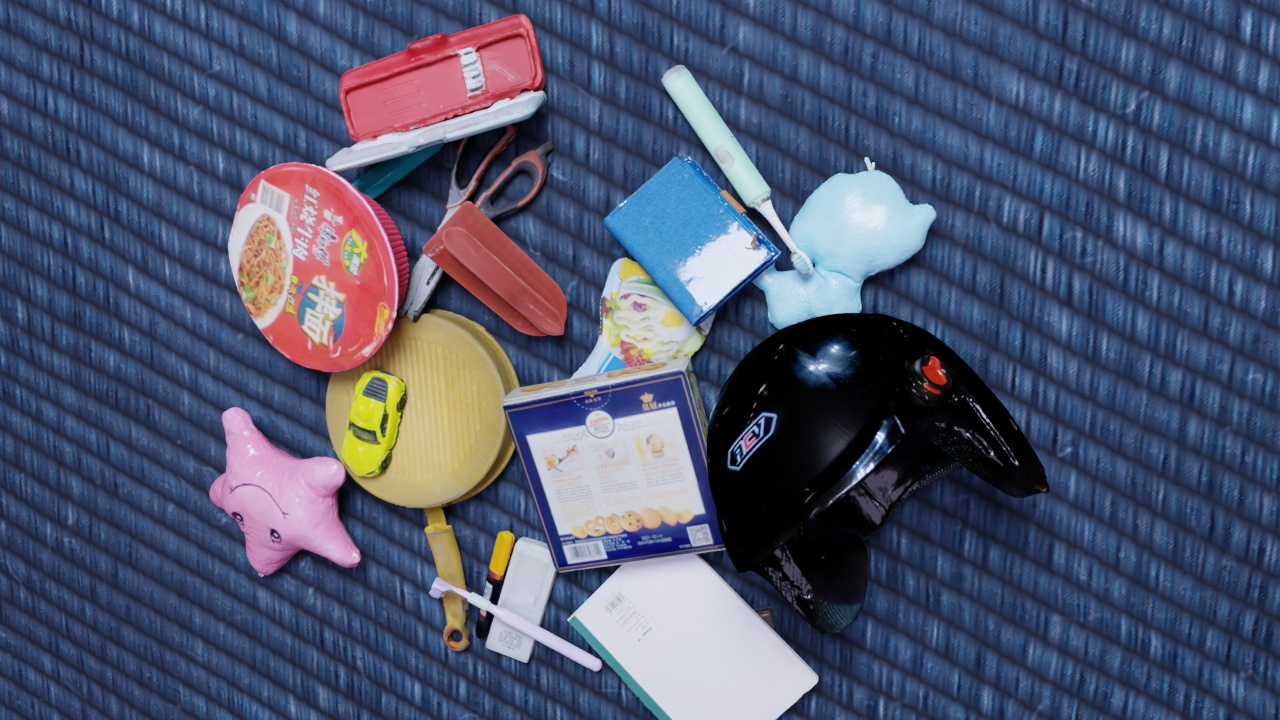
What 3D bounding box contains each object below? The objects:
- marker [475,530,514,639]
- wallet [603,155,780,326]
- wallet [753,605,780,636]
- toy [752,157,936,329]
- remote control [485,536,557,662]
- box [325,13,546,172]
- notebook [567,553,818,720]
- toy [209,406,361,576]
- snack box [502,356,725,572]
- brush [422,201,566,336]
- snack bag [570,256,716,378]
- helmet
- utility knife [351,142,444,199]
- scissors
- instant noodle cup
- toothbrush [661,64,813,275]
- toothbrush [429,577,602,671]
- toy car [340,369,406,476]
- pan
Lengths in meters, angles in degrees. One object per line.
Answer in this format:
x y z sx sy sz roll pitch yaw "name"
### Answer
-0.150 0.229 0.934 0.018 0.015 0.124 29 110 40 "marker"
0.046 -0.111 0.828 0.106 0.040 0.133 -40 77 -3 "wallet"
0.085 0.303 0.912 0.122 0.020 0.096 -17 90 13 "wallet"
0.178 -0.101 0.820 0.161 0.049 0.156 4 104 20 "toy"
-0.120 0.244 0.937 0.049 0.024 0.125 18 102 7 "remote control"
-0.185 -0.235 0.844 0.201 0.074 0.154 -14 55 11 "box"
0.048 0.284 0.904 0.209 0.012 0.150 45 103 9 "notebook"
-0.365 0.155 0.939 0.195 0.074 0.179 25 115 14 "toy"
-0.018 0.100 0.861 0.178 0.045 0.182 -11 105 16 "snack box"
-0.126 -0.075 0.846 0.146 0.069 0.063 42 94 -21 "brush"
-0.005 0.005 0.875 0.110 0.038 0.191 19 102 -5 "snack bag"
0.163 0.073 0.741 0.234 0.274 0.230 -48 60 29 "helmet"
-0.258 -0.179 0.903 0.180 0.013 0.029 -33 88 12 "utility knife"
-0.159 -0.129 0.875 0.192 0.015 0.207 -7 91 1 "scissors"
-0.287 -0.090 0.852 0.194 0.065 0.194 8 111 22 "instant noodle cup"
0.089 -0.169 0.821 0.027 0.027 0.224 -38 81 37 "toothbrush"
-0.123 0.266 0.917 0.189 0.029 0.021 28 66 -5 "toothbrush"
-0.258 0.061 0.877 0.048 0.032 0.105 17 97 11 "toy car"
-0.207 0.127 0.925 0.198 0.078 0.357 -3 91 13 "pan"
